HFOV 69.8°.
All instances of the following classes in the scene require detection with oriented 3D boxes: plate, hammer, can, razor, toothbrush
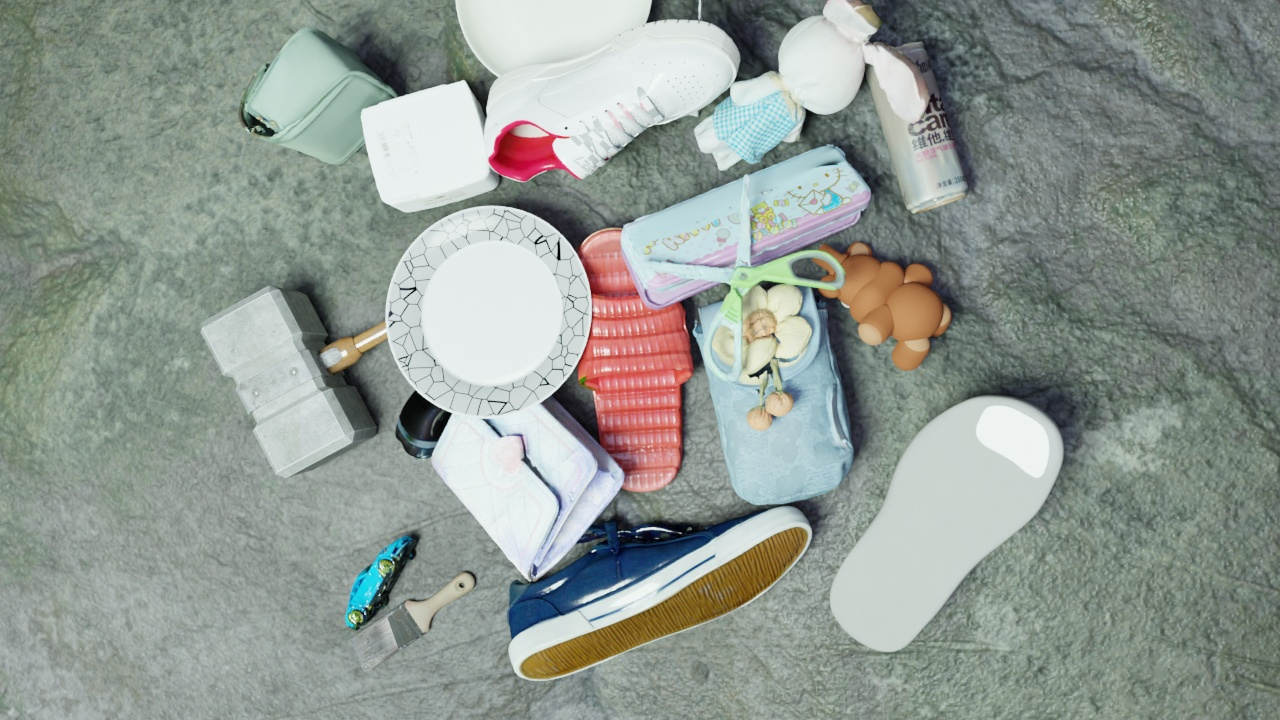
[{"bbox_3d":[-0.077,-0.334,0.839,0.182,0.034,0.182,1,94,9],"label":"plate"},{"bbox_3d":[-0.228,-0.036,0.867,0.318,0.083,0.162,-28,89,2],"label":"hammer"},{"bbox_3d":[0.238,-0.198,0.790,0.054,0.054,0.135,-17,91,9],"label":"can"},{"bbox_3d":[-0.173,0.034,0.873,0.140,0.064,0.053,-45,51,-1],"label":"razor"},{"bbox_3d":[0.045,-0.262,0.759,0.010,0.182,0.010,13,69,8],"label":"toothbrush"},{"bbox_3d":[-0.135,-0.043,0.820,0.189,0.016,0.188,-1,86,9],"label":"plate"}]

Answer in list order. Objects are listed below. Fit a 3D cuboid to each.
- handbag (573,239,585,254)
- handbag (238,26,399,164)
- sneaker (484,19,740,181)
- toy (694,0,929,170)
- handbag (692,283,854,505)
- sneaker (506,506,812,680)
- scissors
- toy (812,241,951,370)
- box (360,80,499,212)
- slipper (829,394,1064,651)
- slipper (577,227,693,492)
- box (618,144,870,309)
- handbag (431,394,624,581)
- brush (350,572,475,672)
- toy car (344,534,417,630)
[{"bbox_3d":[-0.026,-0.054,0.857,0.055,0.029,0.119,-42,92,7],"label":"handbag"},{"bbox_3d":[-0.291,-0.236,0.833,0.106,0.121,0.067,-44,86,8],"label":"handbag"},{"bbox_3d":[-0.031,-0.203,0.775,0.237,0.090,0.104,-6,63,25],"label":"sneaker"},{"bbox_3d":[0.135,-0.231,0.787,0.206,0.105,0.131,-27,123,38],"label":"toy"},{"bbox_3d":[0.115,0.028,0.791,0.122,0.118,0.192,-10,85,7],"label":"handbag"},{"bbox_3d":[0.006,0.179,0.842,0.295,0.121,0.127,-23,50,5],"label":"sneaker"},{"bbox_3d":[0.083,-0.067,0.742,0.171,0.021,0.172,4,87,-3],"label":"scissors"},{"bbox_3d":[0.207,-0.055,0.805,0.128,0.065,0.094,37,66,16],"label":"toy"},{"bbox_3d":[-0.193,-0.197,0.866,0.107,0.091,0.102,-15,87,1],"label":"box"},{"bbox_3d":[0.267,0.140,0.805,0.113,0.080,0.266,37,114,25],"label":"slipper"},{"bbox_3d":[-0.005,0.005,0.825,0.103,0.059,0.249,-7,100,-1],"label":"slipper"},{"bbox_3d":[0.089,-0.118,0.790,0.214,0.065,0.078,-23,76,-8],"label":"box"},{"bbox_3d":[-0.108,0.098,0.822,0.158,0.069,0.126,42,96,32],"label":"handbag"},{"bbox_3d":[-0.225,0.256,0.910,0.151,0.012,0.039,-34,88,9],"label":"brush"},{"bbox_3d":[-0.256,0.213,0.895,0.032,0.048,0.105,33,99,9],"label":"toy car"}]
